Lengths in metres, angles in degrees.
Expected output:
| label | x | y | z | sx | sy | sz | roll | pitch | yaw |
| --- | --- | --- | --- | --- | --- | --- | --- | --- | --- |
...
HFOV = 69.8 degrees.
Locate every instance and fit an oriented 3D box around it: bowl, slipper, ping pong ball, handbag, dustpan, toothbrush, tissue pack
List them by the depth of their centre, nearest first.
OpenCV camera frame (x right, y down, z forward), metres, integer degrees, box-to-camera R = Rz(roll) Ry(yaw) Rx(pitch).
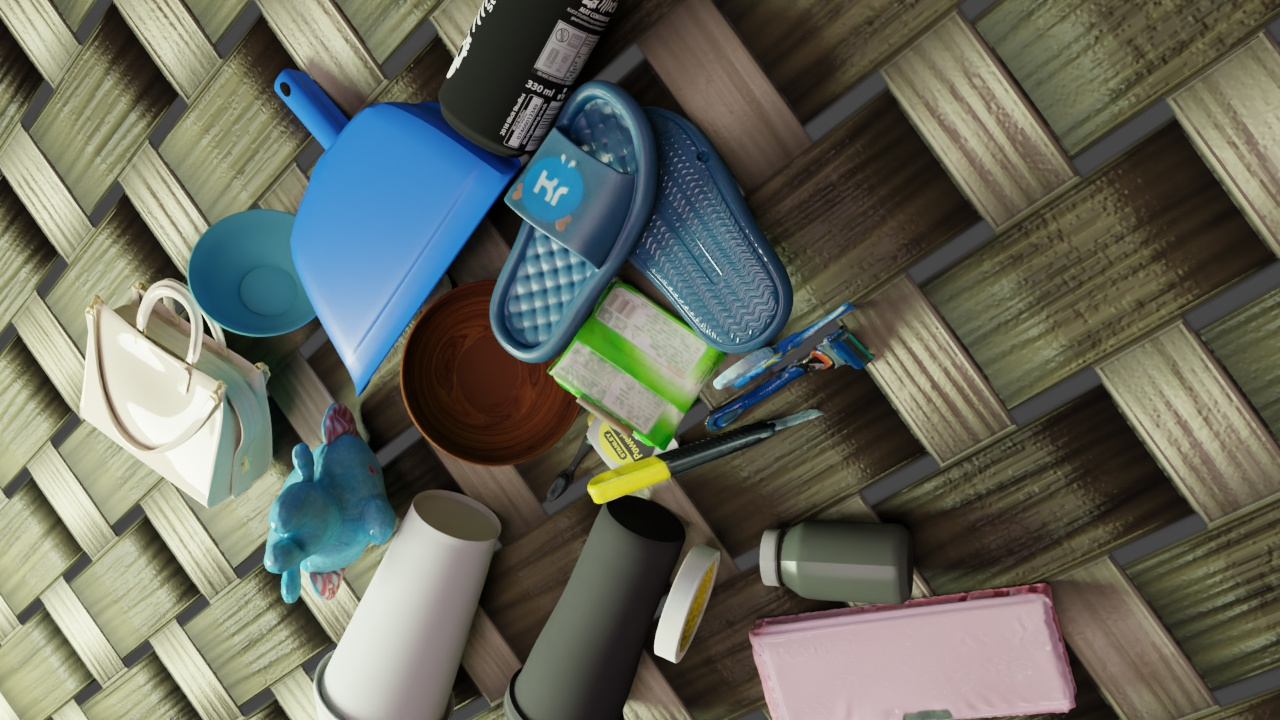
| label | x | y | z | sx | sy | sz | roll | pitch | yaw |
| --- | --- | --- | --- | --- | --- | --- | --- | --- | --- |
| slipper | -0.055 | -0.093 | 0.658 | 0.104 | 0.059 | 0.214 | 34 | 111 | 26 |
| slipper | 0.037 | -0.100 | 0.674 | 0.104 | 0.059 | 0.213 | -43 | 72 | 21 |
| tissue pack | -0.004 | 0.004 | 0.711 | 0.114 | 0.034 | 0.099 | 35 | 84 | 9 |
| bowl | -0.122 | 0.010 | 0.751 | 0.147 | 0.069 | 0.147 | 0 | 91 | -16 |
| dustpan | -0.234 | -0.146 | 0.751 | 0.257 | 0.059 | 0.246 | 48 | 118 | 12 |
| toothbrush | -0.032 | 0.050 | 0.765 | 0.014 | 0.017 | 0.188 | 35 | 113 | 3 |
| ping pong ball | -0.181 | -0.061 | 0.781 | 0.040 | 0.040 | 0.040 | 6 | 106 | 20 |
| bowl | -0.336 | -0.071 | 0.824 | 0.121 | 0.121 | 0.046 | 48 | 157 | 4 |
| handbag | -0.431 | 0.009 | 0.852 | 0.195 | 0.101 | 0.198 | 30 | 126 | 14 |

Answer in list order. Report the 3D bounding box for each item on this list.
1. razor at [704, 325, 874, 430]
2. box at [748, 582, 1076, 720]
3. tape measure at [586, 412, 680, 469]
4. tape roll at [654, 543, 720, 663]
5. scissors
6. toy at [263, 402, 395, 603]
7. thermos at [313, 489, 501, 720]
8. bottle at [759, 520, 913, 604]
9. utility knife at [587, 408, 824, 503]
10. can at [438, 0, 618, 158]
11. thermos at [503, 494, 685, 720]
| label | x | y | z | sx | sy | sz | roll | pitch | yaw |
| --- | --- | --- | --- | --- | --- | --- | --- | --- | --- |
| razor | 0.105 | 0.016 | 0.699 | 0.141 | 0.018 | 0.044 | -31 | 127 | 28 |
| box | 0.205 | 0.231 | 0.711 | 0.233 | 0.041 | 0.098 | -17 | 90 | 25 |
| tape measure | -0.007 | 0.058 | 0.748 | 0.065 | 0.016 | 0.064 | -31 | 100 | 18 |
| tape roll | 0.038 | 0.193 | 0.732 | 0.019 | 0.093 | 0.094 | 19 | 110 | 16 |
| scissors | 0.099 | -0.009 | 0.654 | 0.126 | 0.124 | 0.016 | -40 | 80 | 41 |
| toy | -0.270 | 0.133 | 0.803 | 0.115 | 0.180 | 0.183 | 7 | 93 | -4 |
| thermos | -0.204 | 0.233 | 0.832 | 0.131 | 0.131 | 0.222 | 27 | 105 | 13 |
| bottle | 0.149 | 0.152 | 0.695 | 0.109 | 0.060 | 0.060 | -2 | 103 | 22 |
| utility knife | 0.049 | 0.072 | 0.718 | 0.198 | 0.028 | 0.020 | -22 | 106 | 16 |
| can | -0.078 | -0.222 | 0.644 | 0.080 | 0.080 | 0.146 | 39 | 115 | 8 |
| thermos | -0.035 | 0.224 | 0.771 | 0.106 | 0.105 | 0.219 | 26 | 107 | 14 |
